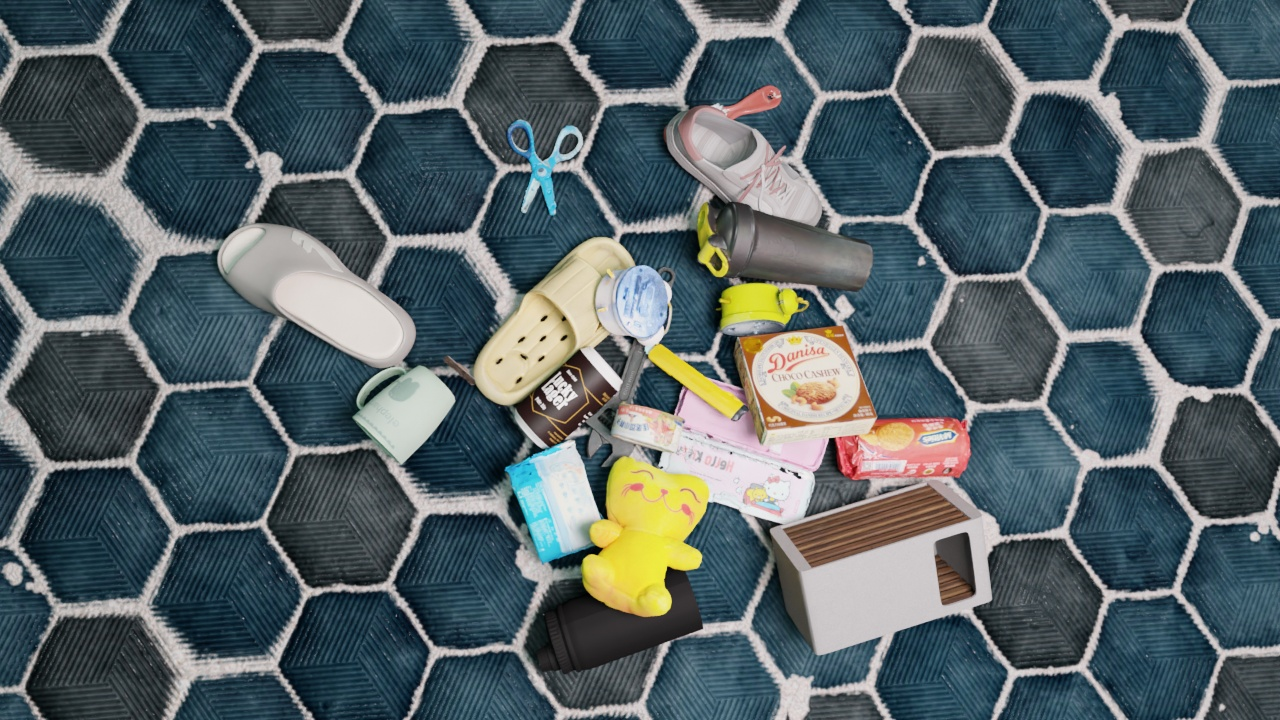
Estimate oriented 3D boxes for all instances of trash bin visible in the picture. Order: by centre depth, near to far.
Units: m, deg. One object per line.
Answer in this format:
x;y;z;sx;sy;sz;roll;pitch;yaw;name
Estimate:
0.292;0.248;1.121;0.228;0.114;0.114;-15;108;-6;trash bin

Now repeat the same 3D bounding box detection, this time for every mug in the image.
-0.296;0.054;1.129;0.111;0.084;0.104;34;71;27;mug

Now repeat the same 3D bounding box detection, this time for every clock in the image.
-0.001;-0.068;1.144;0.125;0.052;0.088;23;74;-43;clock
0.156;-0.063;1.172;0.119;0.083;0.057;-1;78;-3;clock

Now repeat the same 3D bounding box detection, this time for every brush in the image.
-0.217;0.010;1.102;0.045;0.143;0.008;42;84;-9;brush
0.111;-0.328;1.217;0.172;0.030;0.041;-24;88;-7;brush

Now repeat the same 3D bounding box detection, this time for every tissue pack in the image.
-0.101;0.172;1.125;0.093;0.061;0.144;-20;111;-6;tissue pack

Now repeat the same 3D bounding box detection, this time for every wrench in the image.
-0.007;0.007;1.185;0.073;0.018;0.273;20;82;-4;wrench

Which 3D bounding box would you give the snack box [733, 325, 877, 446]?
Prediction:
0.204;0.030;1.152;0.143;0.041;0.146;-6;55;-9;snack box

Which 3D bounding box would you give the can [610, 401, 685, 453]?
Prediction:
0.009;0.083;1.127;0.086;0.086;0.043;16;81;-3;can

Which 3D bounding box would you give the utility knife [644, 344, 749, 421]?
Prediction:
0.067;0.023;1.157;0.159;0.017;0.030;38;62;13;utility knife

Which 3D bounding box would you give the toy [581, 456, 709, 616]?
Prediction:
0.008;0.212;1.092;0.134;0.088;0.193;16;49;4;toy

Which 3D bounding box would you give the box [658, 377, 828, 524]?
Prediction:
0.132;0.116;1.178;0.201;0.037;0.152;19;86;-3;box

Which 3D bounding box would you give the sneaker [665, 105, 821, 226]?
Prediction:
0.142;-0.241;1.167;0.236;0.089;0.099;32;90;-11;sneaker

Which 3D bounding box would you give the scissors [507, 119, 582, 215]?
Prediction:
-0.139;-0.255;1.199;0.118;0.013;0.140;24;85;-3;scissors

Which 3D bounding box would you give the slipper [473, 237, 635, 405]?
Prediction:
-0.102;-0.048;1.151;0.261;0.079;0.111;-45;93;-7;slipper

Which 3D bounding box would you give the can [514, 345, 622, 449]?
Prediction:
-0.090;0.047;1.138;0.128;0.072;0.072;-42;90;0;can

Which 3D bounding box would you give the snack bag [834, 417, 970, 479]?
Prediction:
0.334;0.115;1.177;0.176;0.082;0.082;-1;85;-4;snack bag

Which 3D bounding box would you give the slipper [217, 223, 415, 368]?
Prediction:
-0.402;-0.083;1.126;0.266;0.080;0.113;34;86;-1;slipper

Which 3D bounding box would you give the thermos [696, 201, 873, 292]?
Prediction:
0.181;-0.139;1.166;0.220;0.098;0.098;10;84;-15;thermos

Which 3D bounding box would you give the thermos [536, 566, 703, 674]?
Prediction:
-0.032;0.319;1.119;0.198;0.086;0.086;-18;87;-6;thermos
